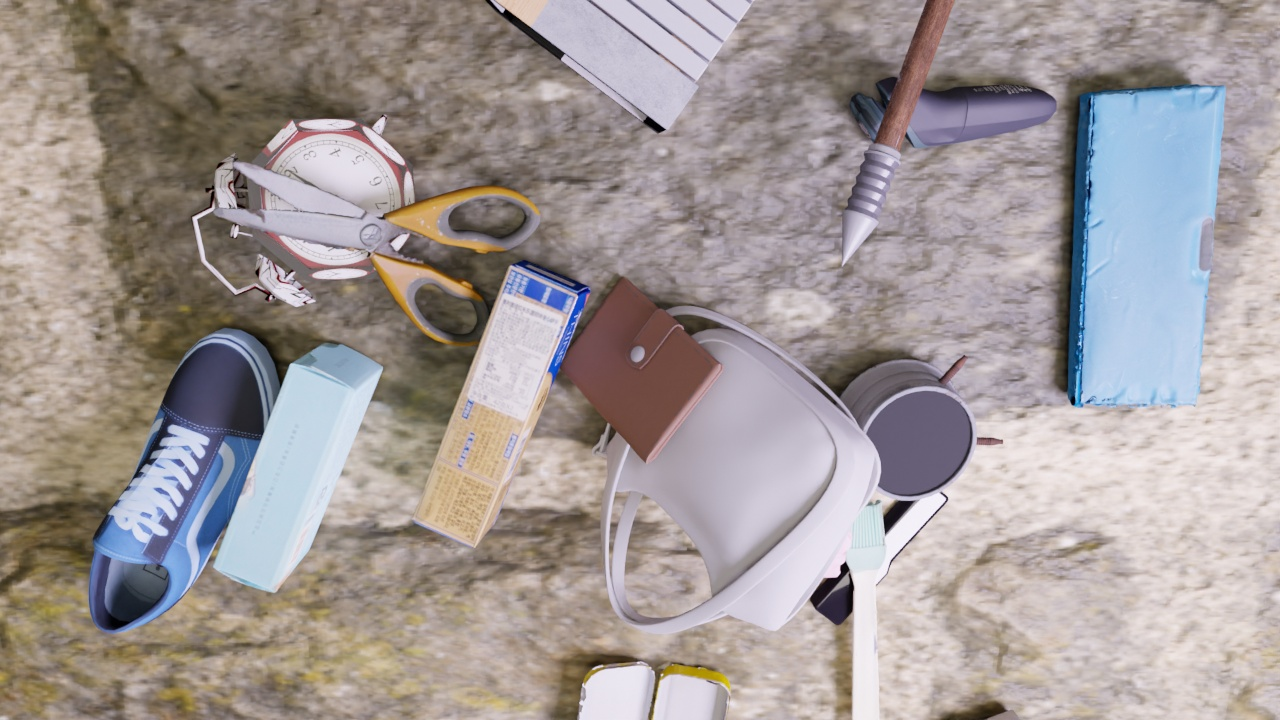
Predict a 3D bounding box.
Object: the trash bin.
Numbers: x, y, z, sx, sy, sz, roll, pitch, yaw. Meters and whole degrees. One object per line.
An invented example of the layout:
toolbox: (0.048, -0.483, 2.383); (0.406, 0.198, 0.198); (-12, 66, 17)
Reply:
trash bin: (0.030, -0.285, 0.562); (0.142, 0.142, 0.247); (35, 100, -8)

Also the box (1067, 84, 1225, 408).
box: (0.363, -0.079, 0.662); (0.093, 0.048, 0.232); (-2, 103, 1)

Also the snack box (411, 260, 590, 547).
snack box: (-0.102, 0.031, 0.676); (0.056, 0.057, 0.207); (24, 101, 4)

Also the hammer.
hammer: (0.189, -0.216, 0.600); (0.156, 0.043, 0.322); (20, 91, -5)

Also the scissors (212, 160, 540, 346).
scissors: (-0.169, -0.069, 0.614); (0.225, 0.016, 0.162); (-2, 118, -40)

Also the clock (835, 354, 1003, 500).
clock: (0.186, 0.060, 0.688); (0.148, 0.056, 0.104); (-30, 111, 1)

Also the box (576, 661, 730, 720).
box: (0.001, 0.350, 0.766); (0.129, 0.038, 0.210); (6, 104, -11)

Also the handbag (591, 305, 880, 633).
handbag: (0.044, 0.096, 0.668); (0.216, 0.095, 0.223); (45, 108, 31)

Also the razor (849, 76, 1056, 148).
razor: (0.220, -0.175, 0.643); (0.143, 0.047, 0.052); (-6, 127, -2)

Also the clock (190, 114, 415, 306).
clock: (-0.230, -0.102, 0.640); (0.154, 0.065, 0.115); (-27, 103, -10)

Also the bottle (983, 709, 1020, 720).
bottle: (0.227, 0.350, 0.759); (0.195, 0.052, 0.052); (-23, 102, 5)

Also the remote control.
remote control: (0.191, 0.153, 0.731); (0.032, 0.015, 0.136); (38, 100, -9)

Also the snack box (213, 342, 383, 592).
snack box: (-0.252, 0.077, 0.679); (0.053, 0.075, 0.175); (25, 102, -5)

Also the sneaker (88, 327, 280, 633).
sneaker: (-0.337, 0.096, 0.670); (0.083, 0.098, 0.241); (25, 102, -6)

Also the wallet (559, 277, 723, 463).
wallet: (-0.004, 0.004, 0.654); (0.087, 0.121, 0.013); (-53, 141, 10)

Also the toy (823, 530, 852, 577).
toy: (0.118, 0.135, 0.704); (0.103, 0.050, 0.093); (0, 131, 36)

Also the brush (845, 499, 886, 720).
brush: (0.179, 0.214, 0.731); (0.033, 0.012, 0.218); (-4, 105, 0)
